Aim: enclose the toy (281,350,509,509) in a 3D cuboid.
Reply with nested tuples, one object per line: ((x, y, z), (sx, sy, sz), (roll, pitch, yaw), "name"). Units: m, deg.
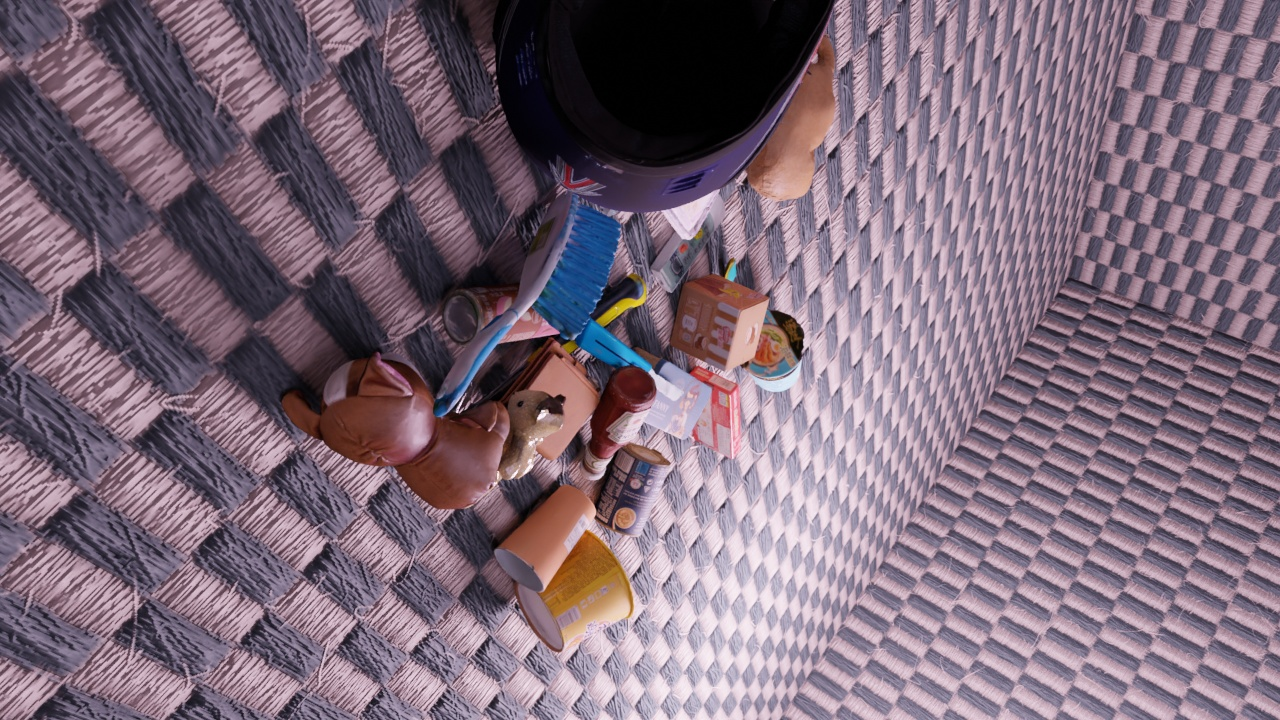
((-0.207, 0.053, 0.822), (0.140, 0.130, 0.199), (-30, 145, 22), "toy")

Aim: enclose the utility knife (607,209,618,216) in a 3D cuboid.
((0.002, -0.230, 1.008), (0.164, 0.015, 0.033), (-62, 153, 1), "utility knife")

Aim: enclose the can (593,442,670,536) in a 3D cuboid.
((-0.012, 0.175, 1.262), (0.075, 0.075, 0.111), (9, 107, -59), "can")

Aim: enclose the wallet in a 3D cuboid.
((-0.097, 0.045, 1.004), (0.107, 0.031, 0.132), (-53, 150, -8), "wallet")

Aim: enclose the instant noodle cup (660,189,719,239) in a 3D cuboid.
((0.047, -0.221, 1.017), (0.138, 0.060, 0.173), (-62, 162, -1), "instant noodle cup")

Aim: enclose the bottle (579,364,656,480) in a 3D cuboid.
((-0.035, 0.084, 1.120), (0.059, 0.060, 0.207), (-37, 163, -37), "bottle")

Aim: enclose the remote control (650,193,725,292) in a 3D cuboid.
((0.062, -0.153, 1.162), (0.135, 0.019, 0.056), (-55, 149, -12), "remote control")

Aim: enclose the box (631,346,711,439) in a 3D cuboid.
((0.025, 0.044, 1.227), (0.090, 0.061, 0.184), (-63, 152, 1), "box")

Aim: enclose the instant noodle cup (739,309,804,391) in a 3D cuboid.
((0.205, -0.006, 1.431), (0.111, 0.111, 0.120), (-56, 159, -10), "instant noodle cup")

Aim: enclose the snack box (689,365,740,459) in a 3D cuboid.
((0.112, 0.079, 1.374), (0.025, 0.075, 0.153), (-45, 146, -30), "snack box")

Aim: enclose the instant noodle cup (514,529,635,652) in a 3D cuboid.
((-0.091, 0.306, 1.199), (0.109, 0.138, 0.138), (-29, 138, -30), "instant noodle cup")

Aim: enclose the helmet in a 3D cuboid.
((0.020, -0.279, 0.766), (0.315, 0.247, 0.240), (-57, -167, 4), "helmet")

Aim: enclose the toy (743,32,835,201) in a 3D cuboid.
((0.206, -0.319, 1.195), (0.143, 0.082, 0.226), (-3, 114, -62), "toy")

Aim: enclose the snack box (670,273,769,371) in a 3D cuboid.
((0.106, -0.052, 1.237), (0.076, 0.094, 0.093), (-23, 132, -48), "snack box")

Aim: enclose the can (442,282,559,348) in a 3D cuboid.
((-0.126, -0.049, 0.918), (0.147, 0.058, 0.058), (-13, 125, -53), "can")

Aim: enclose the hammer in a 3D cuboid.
((-0.105, -0.004, 1.016), (0.322, 0.032, 0.126), (-41, 145, -32), "hammer")

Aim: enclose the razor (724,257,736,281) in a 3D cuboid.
((0.133, -0.103, 1.303), (0.133, 0.028, 0.043), (69, 32, -57), "razor")

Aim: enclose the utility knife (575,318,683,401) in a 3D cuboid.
((-0.007, 0.006, 1.096), (0.034, 0.018, 0.236), (-59, 143, -2), "utility knife")

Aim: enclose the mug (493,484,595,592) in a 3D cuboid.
((-0.113, 0.217, 1.146), (0.122, 0.078, 0.078), (-48, 148, -31), "mug")

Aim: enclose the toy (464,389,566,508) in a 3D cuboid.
((-0.137, 0.090, 0.926), (0.157, 0.066, 0.105), (-46, 176, 17), "toy")

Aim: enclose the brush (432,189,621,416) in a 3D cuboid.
((-0.099, -0.049, 0.856), (0.109, 0.061, 0.313), (41, 46, -30), "brush")
